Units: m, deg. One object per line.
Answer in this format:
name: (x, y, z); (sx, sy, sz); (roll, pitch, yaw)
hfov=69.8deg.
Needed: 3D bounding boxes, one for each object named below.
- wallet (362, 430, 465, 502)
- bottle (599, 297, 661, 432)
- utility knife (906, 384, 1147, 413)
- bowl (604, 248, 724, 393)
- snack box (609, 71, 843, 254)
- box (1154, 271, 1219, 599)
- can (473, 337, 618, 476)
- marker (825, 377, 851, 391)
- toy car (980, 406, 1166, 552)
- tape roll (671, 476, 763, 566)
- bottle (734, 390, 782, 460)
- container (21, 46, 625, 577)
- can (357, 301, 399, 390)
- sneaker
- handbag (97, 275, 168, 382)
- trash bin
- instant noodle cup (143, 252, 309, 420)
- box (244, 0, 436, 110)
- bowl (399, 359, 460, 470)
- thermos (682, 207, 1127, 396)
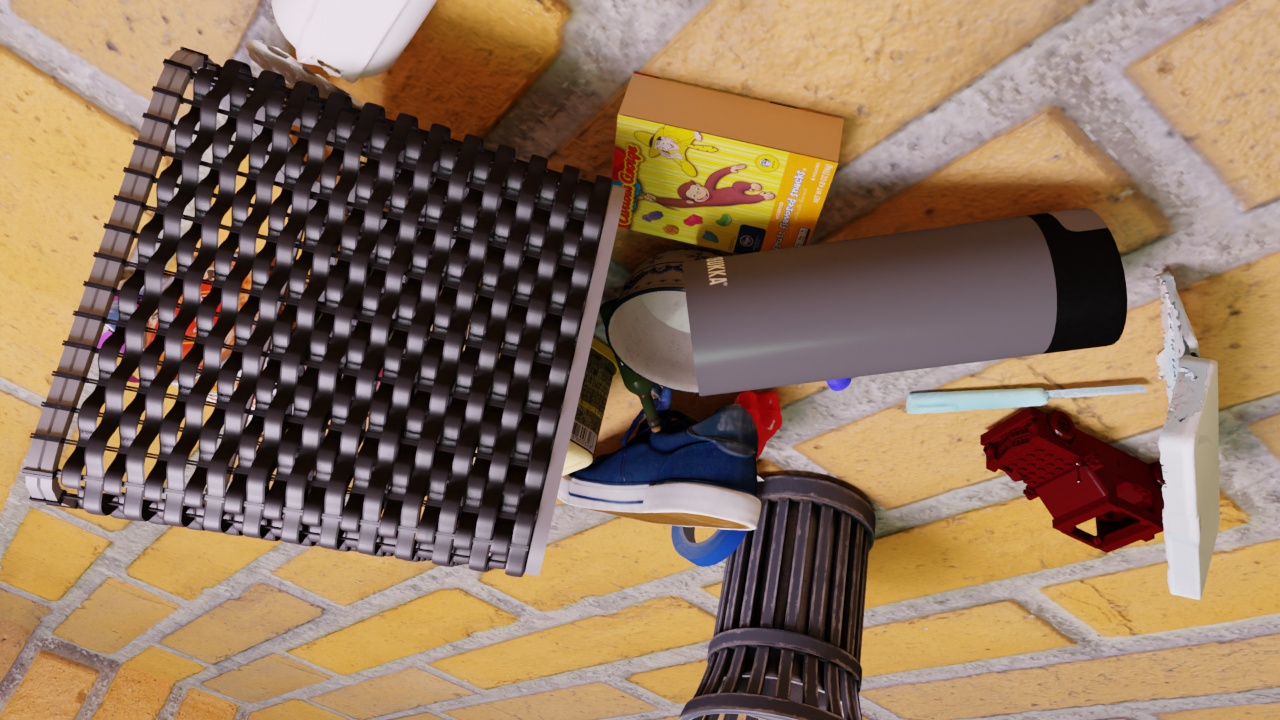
wallet: (-0.236, 0.115, 0.982); (0.099, 0.031, 0.120); (13, 147, 8)
bottle: (-0.004, 0.004, 0.699); (0.025, 0.025, 0.106); (-18, 92, 37)
utility knife: (0.283, 0.029, 0.685); (0.169, 0.015, 0.022); (-5, 140, 29)
bowl: (0.038, -0.034, 0.654); (0.115, 0.059, 0.116); (10, 144, 7)
snack box: (0.048, -0.114, 0.559); (0.126, 0.040, 0.088); (13, 144, 3)
box: (0.353, 0.054, 0.590); (0.043, 0.135, 0.197); (-1, 142, 31)
can: (-0.088, 0.044, 0.765); (0.072, 0.100, 0.131); (34, 140, -29)
marker: (0.120, -0.027, 0.669); (0.020, 0.020, 0.141); (-11, 136, 32)
toy car: (0.352, 0.100, 0.715); (0.169, 0.061, 0.070); (25, 143, -12)
tape roll: (0.066, 0.145, 0.853); (0.016, 0.092, 0.091); (37, 155, -27)
bottle: (0.084, 0.073, 0.795); (0.042, 0.041, 0.142); (17, 144, -3)
container: (-0.158, -0.002, 0.570); (0.243, 0.245, 0.248); (13, 168, -4)
can: (-0.236, -0.011, 0.782); (0.063, 0.063, 0.114); (25, 143, -13)
sneaker: (0.009, 0.079, 0.808); (0.120, 0.127, 0.295); (17, 164, -24)
handbag: (-0.464, -0.013, 0.874); (0.170, 0.067, 0.144); (-16, 133, 45)
trash bin: (0.135, 0.233, 0.831); (0.164, 0.226, 0.164); (10, 144, 7)
instant noodle cup: (-0.340, -0.007, 0.791); (0.124, 0.123, 0.122); (2, 151, 18)
box: (-0.159, -0.190, 0.493); (0.081, 0.091, 0.161); (16, 151, -31)
bowl: (-0.195, 0.047, 0.832); (0.052, 0.124, 0.124); (28, 161, 47)
thermos: (0.149, -0.034, 0.545); (0.240, 0.082, 0.082); (-7, 141, 5)
